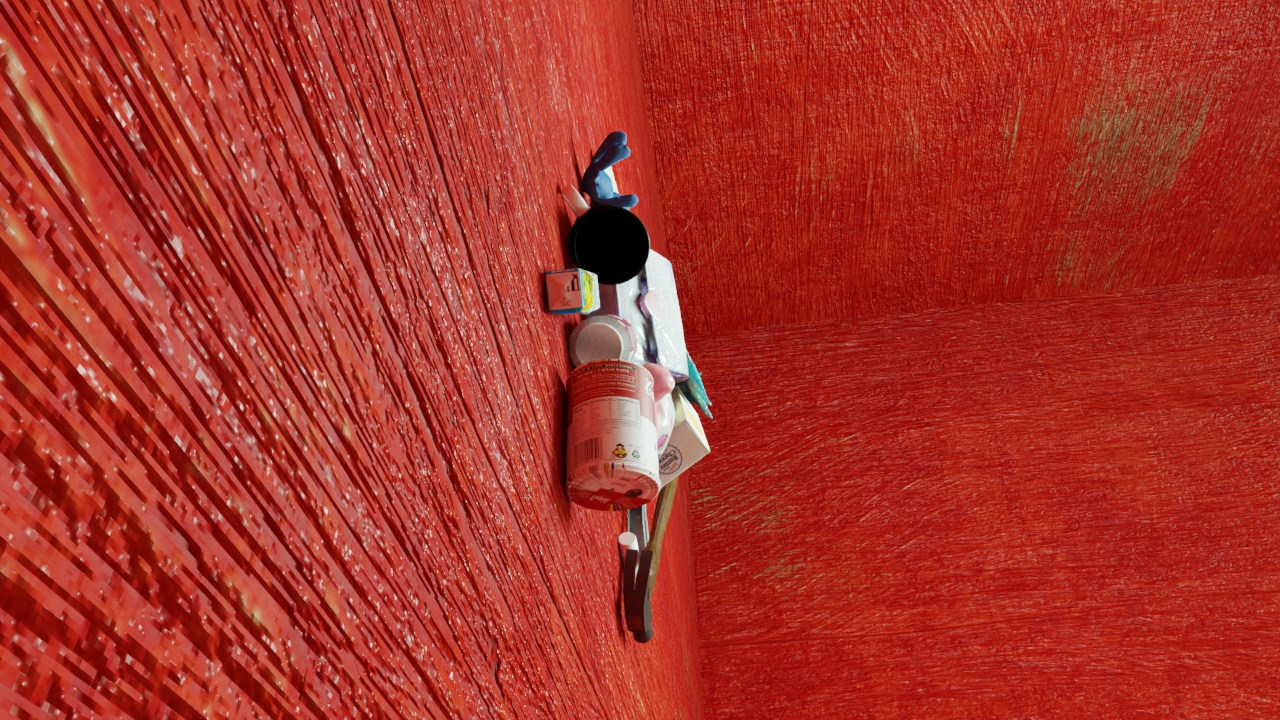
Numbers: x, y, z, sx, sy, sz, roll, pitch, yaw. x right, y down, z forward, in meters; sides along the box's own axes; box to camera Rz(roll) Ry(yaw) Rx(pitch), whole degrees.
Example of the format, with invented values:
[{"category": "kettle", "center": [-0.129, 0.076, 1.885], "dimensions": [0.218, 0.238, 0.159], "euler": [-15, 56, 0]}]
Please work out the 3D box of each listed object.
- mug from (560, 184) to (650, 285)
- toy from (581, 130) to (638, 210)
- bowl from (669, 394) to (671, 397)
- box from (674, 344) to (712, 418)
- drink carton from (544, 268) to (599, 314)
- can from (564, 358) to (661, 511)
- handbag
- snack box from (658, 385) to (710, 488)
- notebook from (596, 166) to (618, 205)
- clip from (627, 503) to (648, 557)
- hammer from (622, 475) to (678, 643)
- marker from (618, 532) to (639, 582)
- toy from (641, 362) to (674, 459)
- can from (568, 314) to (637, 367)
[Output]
[{"category": "mug", "center": [-0.048, -0.142, 1.009], "dimensions": [0.119, 0.085, 0.100], "euler": [52, -1, -13]}, {"category": "toy", "center": [-0.039, -0.207, 1.176], "dimensions": [0.177, 0.071, 0.112], "euler": [84, 1, -51]}, {"category": "bowl", "center": [-0.007, 0.007, 1.227], "dimensions": [0.150, 0.075, 0.150], "euler": [-10, 89, -83]}, {"category": "box", "center": [0.045, -0.016, 1.373], "dimensions": [0.185, 0.056, 0.227], "euler": [-113, 177, -55]}, {"category": "drink carton", "center": [-0.063, -0.065, 0.881], "dimensions": [0.129, 0.038, 0.044], "euler": [-35, 119, -84]}, {"category": "can", "center": [-0.028, 0.070, 0.858], "dimensions": [0.087, 0.087, 0.116], "euler": [77, 8, -55]}, {"category": "handbag", "center": [0.003, -0.056, 1.110], "dimensions": [0.126, 0.069, 0.158], "euler": [11, 65, -40]}, {"category": "snack box", "center": [0.033, 0.108, 1.289], "dimensions": [0.057, 0.104, 0.207], "euler": [52, 5, -10]}, {"category": "notebook", "center": [-0.042, -0.160, 1.317], "dimensions": [0.182, 0.010, 0.251], "euler": [73, 15, -49]}, {"category": "clip", "center": [-0.004, 0.231, 1.335], "dimensions": [0.108, 0.028, 0.163], "euler": [74, 12, -73]}, {"category": "hammer", "center": [0.024, 0.222, 1.229], "dimensions": [0.322, 0.033, 0.115], "euler": [-71, 159, -53]}, {"category": "marker", "center": [-0.009, 0.283, 1.215], "dimensions": [0.027, 0.023, 0.133], "euler": [-57, 147, -46]}, {"category": "toy", "center": [-0.008, 0.070, 1.029], "dimensions": [0.213, 0.084, 0.142], "euler": [46, 68, -80]}, {"category": "can", "center": [-0.038, -0.017, 0.979], "dimensions": [0.114, 0.063, 0.063], "euler": [-40, 124, -84]}]
